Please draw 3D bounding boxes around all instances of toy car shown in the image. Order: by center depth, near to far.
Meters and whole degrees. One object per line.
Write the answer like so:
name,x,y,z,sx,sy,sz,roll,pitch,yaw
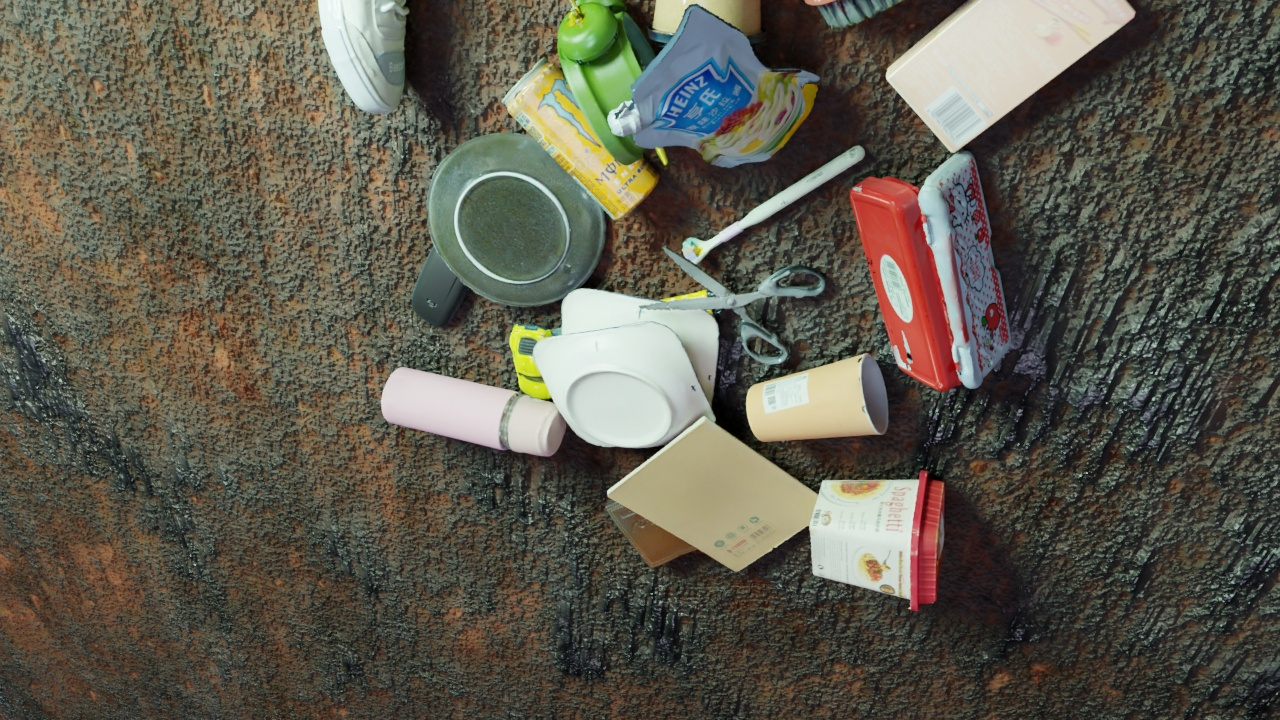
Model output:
toy car,-0.112,0.006,0.976,0.048,0.032,0.105,8,136,13

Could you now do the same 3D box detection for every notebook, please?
notebook,0.088,0.150,0.983,0.207,0.008,0.148,35,119,-28

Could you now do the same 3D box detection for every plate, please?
plate,-0.122,-0.129,0.883,0.179,0.024,0.180,4,119,7
plate,-0.020,0.038,0.918,0.164,0.034,0.164,-8,130,24
plate,-0.006,0.005,0.933,0.164,0.034,0.164,10,134,9

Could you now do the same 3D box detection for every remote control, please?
remote control,-0.203,-0.084,0.953,0.053,0.024,0.137,31,127,-6

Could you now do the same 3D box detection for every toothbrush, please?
toothbrush,0.116,-0.138,0.820,0.190,0.029,0.020,-28,153,30

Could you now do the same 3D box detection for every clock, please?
clock,-0.022,-0.236,0.739,0.056,0.116,0.161,-25,117,17

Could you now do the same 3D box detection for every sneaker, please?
sneaker,-0.219,-0.330,0.758,0.091,0.089,0.242,-2,116,14

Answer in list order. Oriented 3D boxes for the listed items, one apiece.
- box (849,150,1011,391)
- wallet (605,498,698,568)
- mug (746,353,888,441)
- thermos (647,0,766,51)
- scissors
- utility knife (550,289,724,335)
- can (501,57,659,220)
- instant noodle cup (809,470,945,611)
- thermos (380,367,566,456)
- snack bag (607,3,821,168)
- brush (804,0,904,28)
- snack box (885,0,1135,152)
box,0.265,-0.077,0.794,0.100,0.095,0.201,-29,118,-11
wallet,0.032,0.179,1.056,0.125,0.032,0.101,-29,109,30
mug,0.170,0.042,0.894,0.123,0.078,0.078,-12,119,29
thermos,0.053,-0.299,0.693,0.093,0.092,0.143,8,116,12
scissors,0.091,-0.057,0.860,0.160,0.014,0.181,-31,123,19
utility knife,-0.016,-0.037,0.932,0.224,0.015,0.033,-11,117,25
can,-0.051,-0.194,0.809,0.146,0.058,0.058,44,124,-14
instant noodle cup,0.243,0.178,0.940,0.124,0.116,0.117,3,124,22
thermos,-0.179,0.057,1.016,0.199,0.087,0.067,10,93,15
snack bag,0.060,-0.197,0.699,0.111,0.190,0.039,-37,70,32
brush,0.182,-0.300,0.661,0.146,0.063,0.069,-19,128,29
snack box,0.275,-0.240,0.695,0.084,0.026,0.158,43,124,-13
